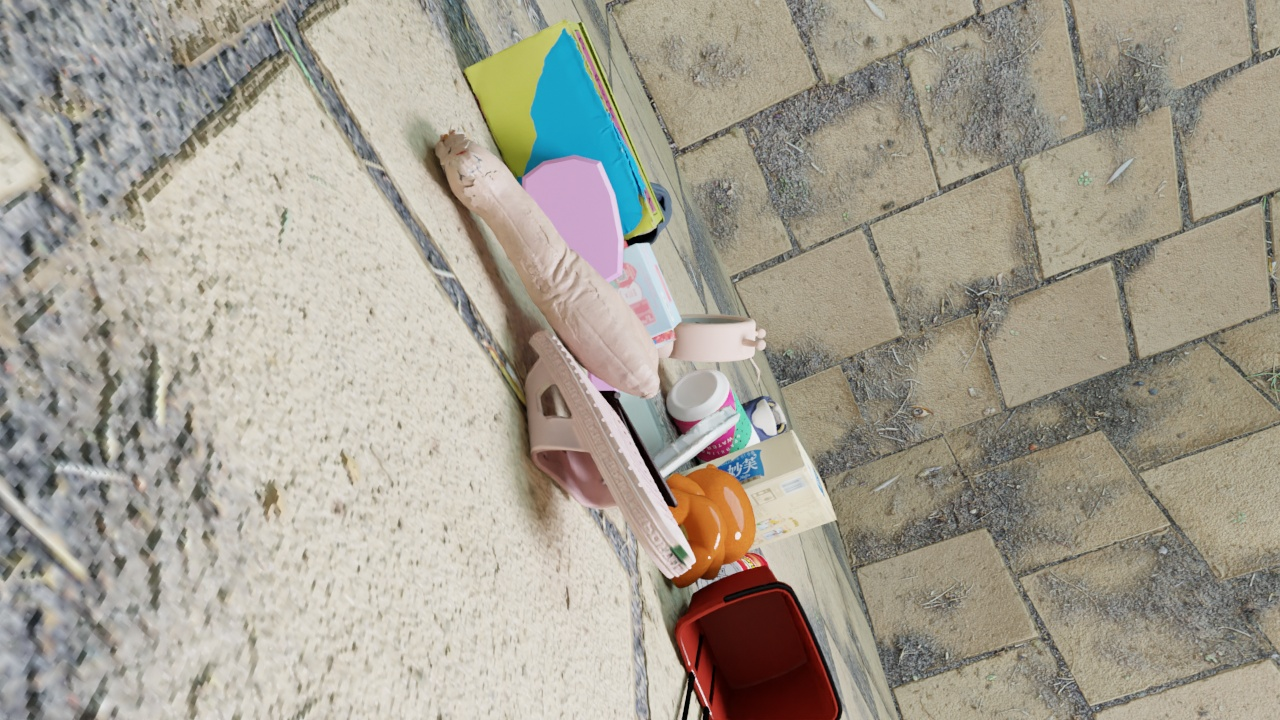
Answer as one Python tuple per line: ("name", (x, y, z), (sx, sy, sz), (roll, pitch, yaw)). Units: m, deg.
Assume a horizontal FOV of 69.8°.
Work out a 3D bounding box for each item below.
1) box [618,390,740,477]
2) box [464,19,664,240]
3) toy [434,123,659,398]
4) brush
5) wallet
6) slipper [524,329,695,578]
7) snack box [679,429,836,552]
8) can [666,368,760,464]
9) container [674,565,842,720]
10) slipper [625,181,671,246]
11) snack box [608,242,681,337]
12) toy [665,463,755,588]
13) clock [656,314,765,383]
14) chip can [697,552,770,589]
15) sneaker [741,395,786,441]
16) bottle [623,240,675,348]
("box", (0.042, 0.065, 0.972), (0.130, 0.106, 0.211), (64, 11, -1))
("box", (-0.073, -0.215, 0.932), (0.221, 0.124, 0.082), (64, 14, -13))
("toy", (-0.075, -0.074, 0.763), (0.264, 0.065, 0.196), (49, -4, -5))
("brush", (-0.053, -0.077, 0.878), (0.043, 0.089, 0.229), (-56, 136, -82))
("wallet", (-0.015, 0.078, 0.798), (0.115, 0.018, 0.092), (64, -21, -9))
("slipper", (-0.038, 0.073, 0.676), (0.094, 0.064, 0.239), (54, 1, -46))
("snack box", (0.144, 0.169, 1.122), (0.207, 0.153, 0.055), (51, 20, -57))
("can", (0.103, 0.091, 1.249), (0.088, 0.088, 0.166), (-99, 163, -48))
("container", (0.101, 0.278, 0.822), (0.200, 0.127, 0.148), (-59, 127, -84))
("slipper", (-0.024, -0.183, 1.189), (0.263, 0.101, 0.082), (-1, 76, -72))
("snack box", (-0.021, -0.061, 0.942), (0.079, 0.095, 0.093), (-44, 111, -78))
("toy", (0.069, 0.164, 0.942), (0.175, 0.096, 0.112), (-11, 77, -50))
("clock", (0.089, -0.022, 1.264), (0.131, 0.160, 0.086), (-51, 149, -78))
("chip can", (0.115, 0.255, 1.088), (0.214, 0.052, 0.051), (33, 36, -71))
("sneaker", (0.182, 0.109, 1.506), (0.233, 0.118, 0.091), (34, 35, -70))
("bottle", (-0.007, -0.079, 1.131), (0.062, 0.062, 0.137), (-2, 71, -78))
